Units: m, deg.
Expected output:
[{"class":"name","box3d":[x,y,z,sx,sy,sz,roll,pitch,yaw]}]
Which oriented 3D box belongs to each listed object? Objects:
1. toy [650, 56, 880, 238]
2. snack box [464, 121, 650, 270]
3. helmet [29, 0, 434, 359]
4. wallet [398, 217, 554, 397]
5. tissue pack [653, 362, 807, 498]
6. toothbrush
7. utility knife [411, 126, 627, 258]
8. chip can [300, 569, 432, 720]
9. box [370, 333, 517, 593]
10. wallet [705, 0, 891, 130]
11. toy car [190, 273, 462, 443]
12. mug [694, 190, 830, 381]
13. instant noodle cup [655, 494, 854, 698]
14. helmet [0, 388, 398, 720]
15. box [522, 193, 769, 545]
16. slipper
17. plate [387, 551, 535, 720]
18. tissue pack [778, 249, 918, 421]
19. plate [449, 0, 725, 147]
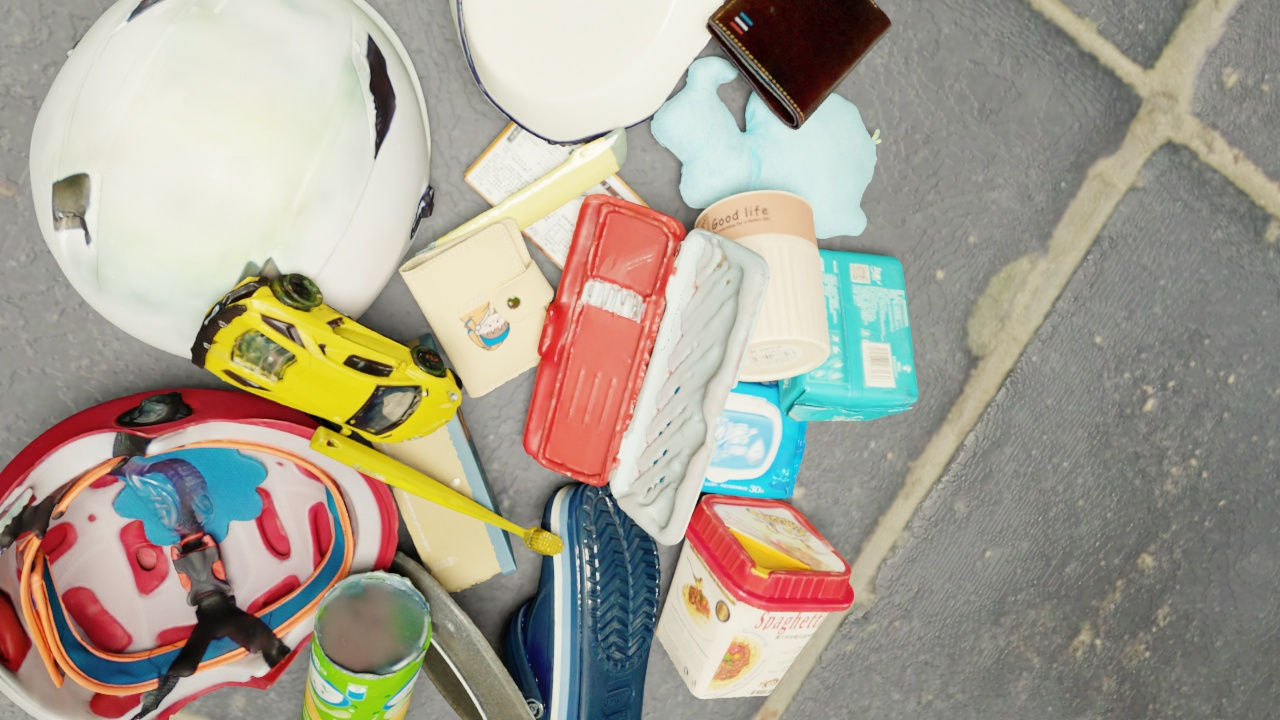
[{"class":"toy","box3d":[0.098,-0.150,0.655,0.156,0.050,0.161,-26,98,-4]},{"class":"snack box","box3d":[-0.043,-0.103,0.648,0.153,0.026,0.075,43,92,-17]},{"class":"helmet","box3d":[-0.240,-0.116,0.542,0.229,0.146,0.259,27,95,-16]},{"class":"wallet","box3d":[-0.102,-0.036,0.633,0.087,0.024,0.115,-30,127,-11]},{"class":"tissue pack","box3d":[0.054,0.052,0.689,0.157,0.052,0.095,9,100,-14]},{"class":"toothbrush","box3d":[-0.120,0.086,0.576,0.190,0.017,0.015,34,69,-36]},{"class":"utility knife","box3d":[-0.078,-0.103,0.614,0.167,0.018,0.031,-33,125,0]},{"class":"chip can","box3d":[-0.192,0.235,0.612,0.072,0.072,0.237,11,131,-14]},{"class":"box","box3d":[-0.140,0.077,0.637,0.062,0.090,0.184,-22,108,-8]},{"class":"wallet","box3d":[0.111,-0.231,0.633,0.096,0.020,0.122,46,67,-13]},{"class":"toy car","box3d":[-0.172,0.006,0.524,0.155,0.041,0.071,30,120,-34]},{"class":"mug","box3d":[0.072,-0.043,0.630,0.081,0.115,0.105,13,63,-36]},{"class":"instant noodle cup","box3d":[0.078,0.181,0.691,0.116,0.116,0.124,9,113,-31]},{"class":"helmet","box3d":[-0.287,0.103,0.583,0.239,0.144,0.207,-22,124,-18]},{"class":"box","box3d":[0.000,0.003,0.611,0.058,0.161,0.201,-9,121,-53]},{"class":"slipper","box3d":[-0.048,0.214,0.688,0.095,0.105,0.252,1,89,29]},{"class":"plate","box3d":[-0.127,0.209,0.625,0.024,0.180,0.179,-33,108,-28]},{"class":"tissue pack","box3d":[0.147,-0.022,0.674,0.093,0.050,0.133,4,70,-13]},{"class":"plate","box3d":[-0.031,-0.238,0.562,0.204,0.045,0.205,-27,139,-27]}]
